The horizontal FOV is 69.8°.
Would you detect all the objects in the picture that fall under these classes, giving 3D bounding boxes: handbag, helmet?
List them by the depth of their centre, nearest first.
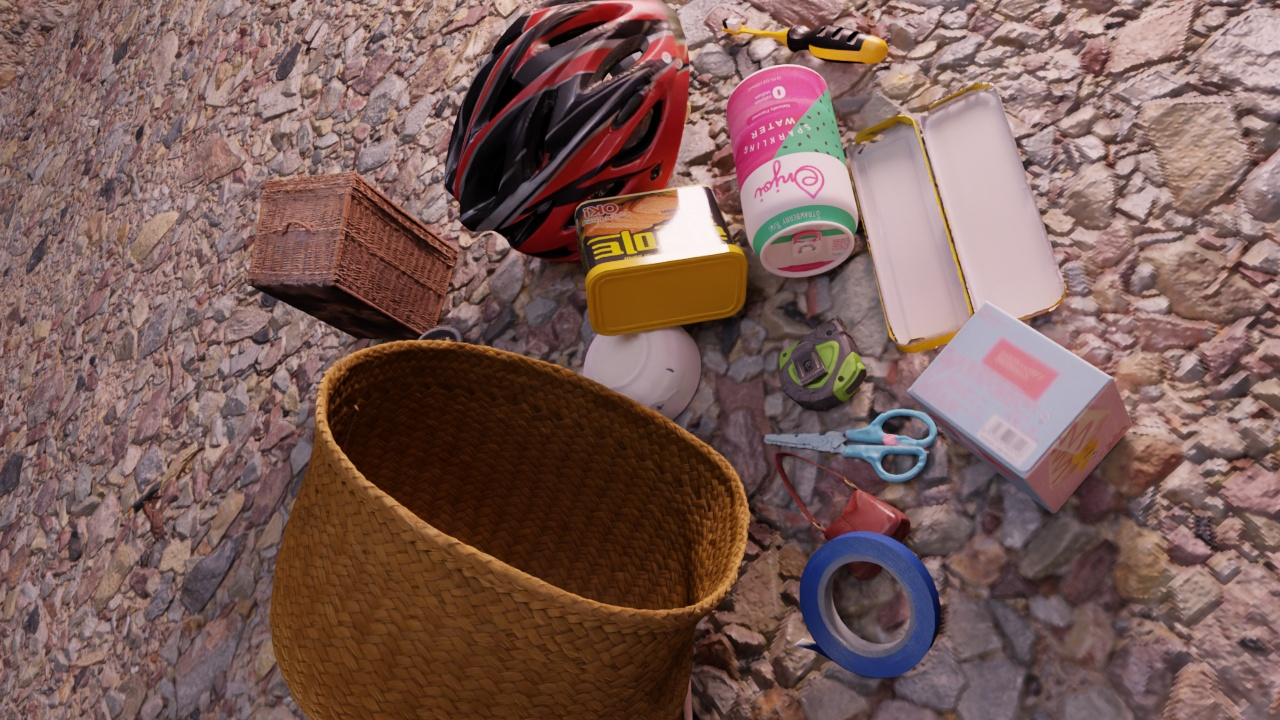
[{"bbox_3d":[0.138,0.103,0.670,0.055,0.029,0.119,-56,44,8],"label":"handbag"},{"bbox_3d":[-0.069,-0.217,0.843,0.273,0.166,0.217,-48,56,30],"label":"helmet"}]

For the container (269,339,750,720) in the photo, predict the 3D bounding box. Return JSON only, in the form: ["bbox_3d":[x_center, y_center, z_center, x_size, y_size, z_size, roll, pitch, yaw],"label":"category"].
[{"bbox_3d":[-0.094,0.138,0.624,0.307,0.306,0.197,38,113,40],"label":"container"}]

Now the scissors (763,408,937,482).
[{"bbox_3d":[0.153,0.062,0.687,0.137,0.015,0.056,-3,66,41],"label":"scissors"}]

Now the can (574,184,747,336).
[{"bbox_3d":[0.013,-0.088,0.775,0.130,0.073,0.101,-9,47,-6],"label":"can"}]

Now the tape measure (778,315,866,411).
[{"bbox_3d":[0.137,0.006,0.704,0.066,0.036,0.058,-35,54,17],"label":"tape measure"}]

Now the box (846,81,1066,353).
[{"bbox_3d":[0.235,-0.112,0.702,0.127,0.023,0.209,-18,59,23],"label":"box"}]

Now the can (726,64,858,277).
[{"bbox_3d":[0.123,-0.157,0.755,0.088,0.088,0.165,-20,59,26],"label":"can"}]

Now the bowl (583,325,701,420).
[{"bbox_3d":[-0.005,0.005,0.794,0.105,0.054,0.104,-14,61,28],"label":"bowl"}]

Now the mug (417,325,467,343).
[{"bbox_3d":[-0.209,0.014,0.925,0.111,0.081,0.117,3,53,40],"label":"mug"}]

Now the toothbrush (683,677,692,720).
[{"bbox_3d":[0.031,0.233,0.688,0.016,0.018,0.181,-19,59,27],"label":"toothbrush"}]

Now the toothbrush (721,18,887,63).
[{"bbox_3d":[0.145,-0.296,0.844,0.031,0.031,0.197,-44,44,-17],"label":"toothbrush"}]

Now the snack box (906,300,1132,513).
[{"bbox_3d":[0.242,0.030,0.582,0.079,0.094,0.093,-50,50,5],"label":"snack box"}]

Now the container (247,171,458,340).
[{"bbox_3d":[-0.294,-0.100,0.951,0.114,0.198,0.112,2,74,23],"label":"container"}]

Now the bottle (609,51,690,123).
[{"bbox_3d":[0.002,-0.287,0.910,0.046,0.072,0.161,-51,48,27],"label":"bottle"}]

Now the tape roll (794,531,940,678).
[{"bbox_3d":[0.152,0.162,0.612,0.091,0.016,0.093,13,99,30],"label":"tape roll"}]
